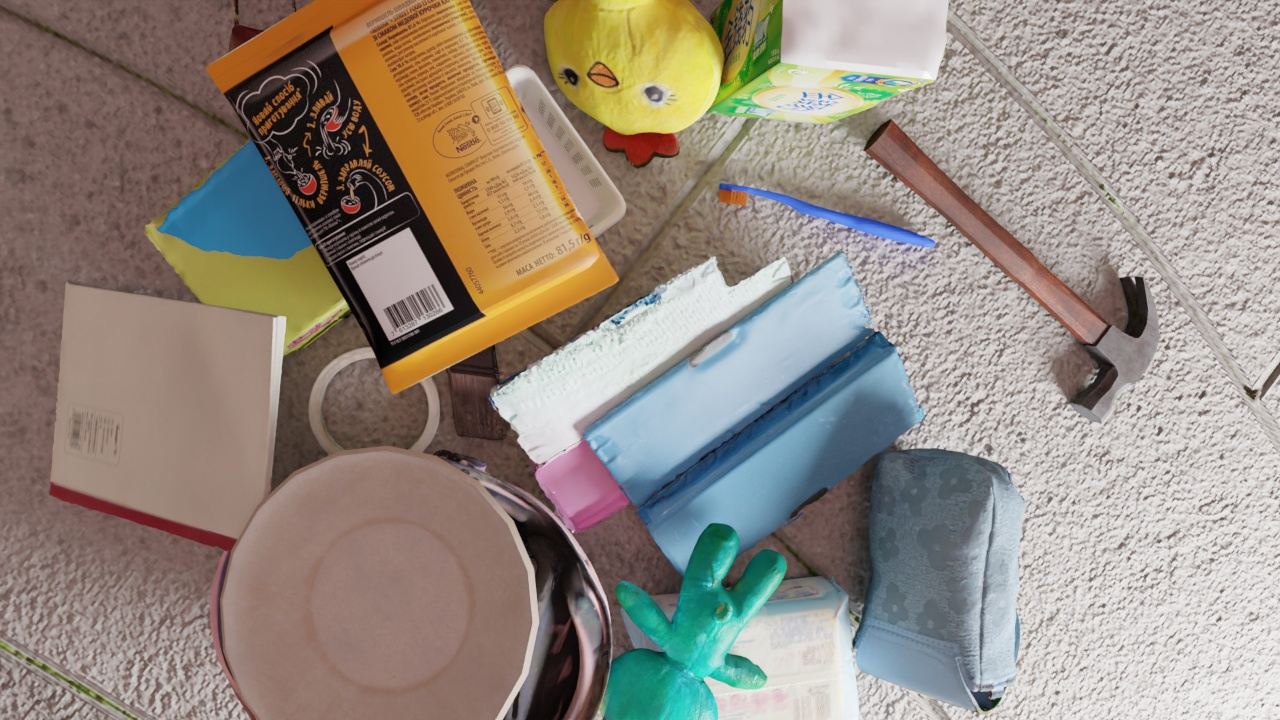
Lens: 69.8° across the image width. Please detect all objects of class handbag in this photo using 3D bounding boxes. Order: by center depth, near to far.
[{"bbox_3d":[-0.261,-0.246,0.638,0.055,0.029,0.119,-3,89,-11],"label":"handbag"},{"bbox_3d":[0.236,0.164,0.709,0.118,0.122,0.192,6,87,-43],"label":"handbag"}]

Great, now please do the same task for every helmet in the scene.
[{"bbox_3d":[-0.144,0.171,0.622,0.255,0.152,0.230,16,90,0],"label":"helmet"}]

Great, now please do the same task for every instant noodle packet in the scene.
[{"bbox_3d":[-0.133,-0.109,0.540,0.160,0.032,0.221,-25,100,11],"label":"instant noodle packet"}]

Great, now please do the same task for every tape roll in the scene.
[{"bbox_3d":[-0.194,0.035,0.673,0.093,0.013,0.093,-1,94,-10],"label":"tape roll"}]

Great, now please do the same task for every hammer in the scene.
[{"bbox_3d":[0.298,-0.084,0.739,0.300,0.028,0.111,39,88,-10],"label":"hammer"}]

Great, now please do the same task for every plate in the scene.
[{"bbox_3d":[-0.151,0.146,0.540,0.189,0.027,0.188,0,85,5],"label":"plate"}]

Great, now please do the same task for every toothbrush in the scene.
[{"bbox_3d":[0.147,-0.110,0.717,0.182,0.016,0.018,13,97,-10],"label":"toothbrush"}]

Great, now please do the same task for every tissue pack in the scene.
[{"bbox_3d":[0.116,-0.245,0.611,0.120,0.198,0.141,2,96,-16],"label":"tissue pack"},{"bbox_3d":[0.077,0.233,0.706,0.182,0.070,0.112,-5,95,-7],"label":"tissue pack"}]

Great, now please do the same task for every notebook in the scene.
[{"bbox_3d":[-0.313,0.034,0.595,0.209,0.012,0.153,9,95,27],"label":"notebook"}]

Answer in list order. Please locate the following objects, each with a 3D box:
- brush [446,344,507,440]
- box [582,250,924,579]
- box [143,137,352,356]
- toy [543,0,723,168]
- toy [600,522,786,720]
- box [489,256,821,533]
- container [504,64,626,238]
[{"bbox_3d":[-0.128,-0.013,0.681,0.039,0.012,0.151,-8,95,-8],"label":"brush"},{"bbox_3d":[0.091,0.050,0.677,0.231,0.033,0.174,-36,125,-4],"label":"box"},{"bbox_3d":[-0.193,-0.107,0.603,0.221,0.080,0.124,-37,98,10],"label":"box"},{"bbox_3d":[-0.006,-0.233,0.617,0.134,0.208,0.092,17,58,22],"label":"toy"},{"bbox_3d":[0.032,0.207,0.632,0.130,0.072,0.193,31,81,-6],"label":"toy"},{"bbox_3d":[0.016,0.014,0.659,0.230,0.035,0.159,-31,130,-7],"label":"box"},{"bbox_3d":[-0.079,-0.135,0.661,0.080,0.049,0.129,-37,99,-5],"label":"container"}]
